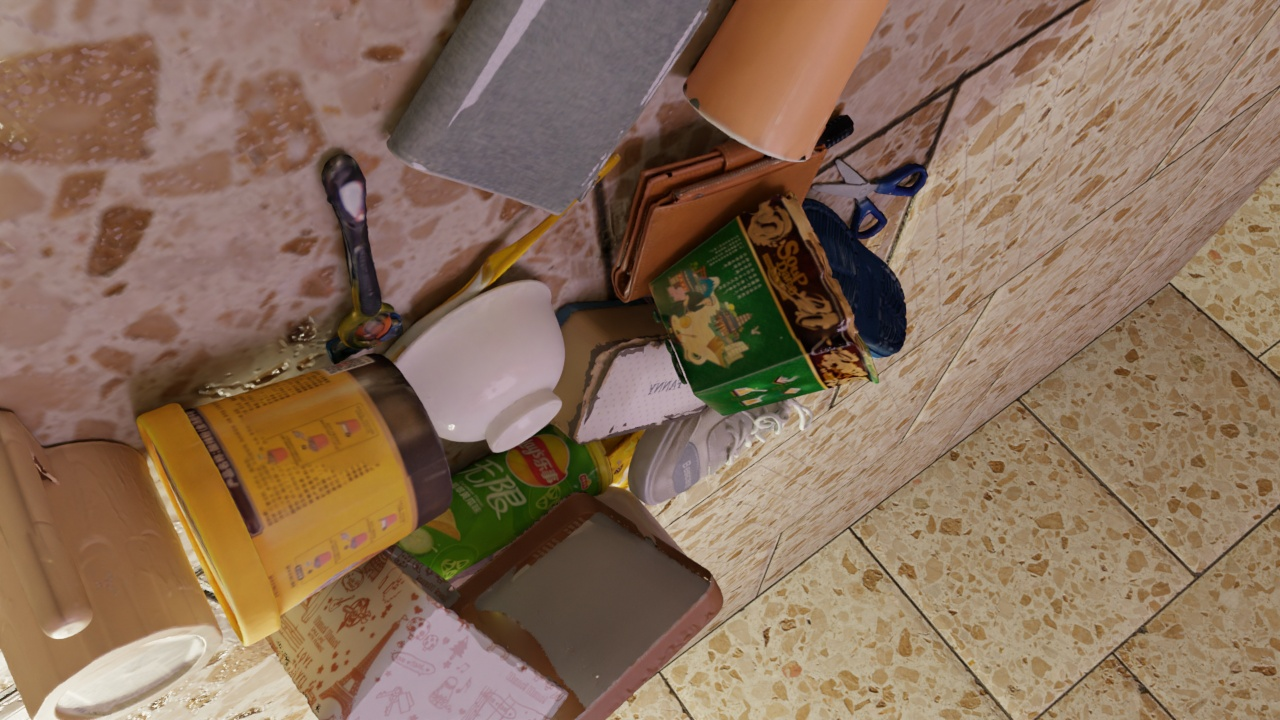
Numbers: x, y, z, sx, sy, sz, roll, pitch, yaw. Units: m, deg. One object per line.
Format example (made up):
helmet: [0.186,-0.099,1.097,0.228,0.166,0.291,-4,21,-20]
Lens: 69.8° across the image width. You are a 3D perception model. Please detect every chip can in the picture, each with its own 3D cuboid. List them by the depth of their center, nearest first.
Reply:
chip can: [-0.129,0.117,0.688,0.220,0.072,0.073,-27,155,-26]

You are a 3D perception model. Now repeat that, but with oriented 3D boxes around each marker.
marker: [0.093,-0.131,0.625,0.130,0.018,0.023,-34,171,-14]

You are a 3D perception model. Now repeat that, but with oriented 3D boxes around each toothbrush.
toothbrush: [-0.086,-0.052,0.505,0.191,0.018,0.016,-40,178,11]

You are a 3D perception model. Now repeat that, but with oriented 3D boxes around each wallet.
wallet: [-0.036,-0.130,0.402,0.106,0.037,0.130,10,127,-49]
wallet: [0.048,-0.092,0.566,0.131,0.031,0.108,-25,156,-25]

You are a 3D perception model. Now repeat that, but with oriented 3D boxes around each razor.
razor: [-0.133,-0.042,0.438,0.042,0.022,0.143,-29,156,-27]

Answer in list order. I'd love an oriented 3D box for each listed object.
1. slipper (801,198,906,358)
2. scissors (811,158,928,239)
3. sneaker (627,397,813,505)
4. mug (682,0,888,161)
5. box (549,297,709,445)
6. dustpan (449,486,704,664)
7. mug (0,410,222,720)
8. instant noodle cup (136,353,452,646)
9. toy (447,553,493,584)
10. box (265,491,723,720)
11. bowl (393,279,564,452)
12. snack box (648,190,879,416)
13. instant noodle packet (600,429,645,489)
slipper: [0.134,-0.057,0.745,0.095,0.105,0.252,-10,166,38]
scissors: [0.195,-0.147,0.764,0.141,0.012,0.171,-35,157,-4]
sneaker: [0.089,0.050,0.790,0.241,0.091,0.090,-42,143,-34]
mug: [0.082,-0.173,0.460,0.078,0.078,0.123,-13,141,-48]
box: [-0.004,0.004,0.666,0.183,0.059,0.090,-5,127,-51]
dustpan: [-0.085,0.172,0.711,0.222,0.138,0.274,-27,167,-8]
mug: [-0.250,0.092,0.407,0.084,0.103,0.125,-28,156,-25]
instant noodle cup: [-0.166,0.059,0.454,0.114,0.118,0.119,-27,155,-30]
toy: [-0.164,0.163,0.736,0.107,0.084,0.039,-15,112,-51]
box: [-0.102,0.131,0.553,0.226,0.180,0.156,-38,120,-21]
bowl: [-0.084,0.014,0.544,0.118,0.064,0.118,-36,167,-10]
snack box: [0.074,-0.026,0.573,0.106,0.118,0.117,-25,161,12]
instant noodle packet: [0.009,0.061,0.833,0.128,0.044,0.110,-44,156,7]
